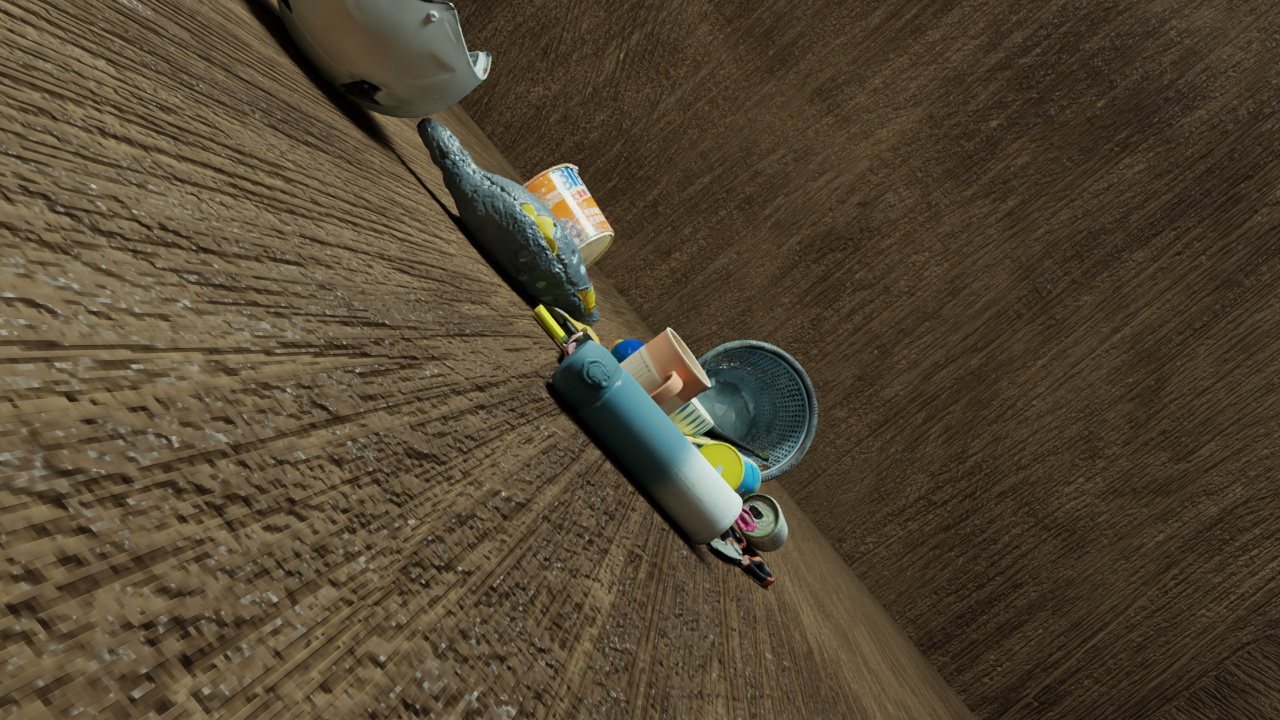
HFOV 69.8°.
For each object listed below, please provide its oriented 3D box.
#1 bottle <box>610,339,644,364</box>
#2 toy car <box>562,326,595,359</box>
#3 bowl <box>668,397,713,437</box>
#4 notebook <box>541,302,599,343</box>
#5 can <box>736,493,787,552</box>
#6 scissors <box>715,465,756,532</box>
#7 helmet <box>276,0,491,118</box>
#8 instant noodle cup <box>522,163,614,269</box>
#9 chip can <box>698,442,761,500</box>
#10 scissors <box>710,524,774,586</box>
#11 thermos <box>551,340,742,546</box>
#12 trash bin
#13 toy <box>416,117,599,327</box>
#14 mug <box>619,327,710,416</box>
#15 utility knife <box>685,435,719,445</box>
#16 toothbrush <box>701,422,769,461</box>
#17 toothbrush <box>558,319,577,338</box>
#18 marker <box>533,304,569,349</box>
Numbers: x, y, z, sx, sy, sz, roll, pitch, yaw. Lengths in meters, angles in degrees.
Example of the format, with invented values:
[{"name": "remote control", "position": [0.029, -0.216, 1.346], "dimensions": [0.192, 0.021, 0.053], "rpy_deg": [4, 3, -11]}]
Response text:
[{"name": "bottle", "position": [-0.008, 0.007, 1.283], "dimensions": [0.065, 0.065, 0.218], "rpy_deg": [48, 1, -19]}, {"name": "toy car", "position": [-0.061, -0.003, 1.027], "dimensions": [0.056, 0.037, 0.122], "rpy_deg": [52, 7, -7]}, {"name": "bowl", "position": [0.045, 0.068, 1.325], "dimensions": [0.116, 0.066, 0.116], "rpy_deg": [48, 5, -6]}, {"name": "notebook", "position": [-0.103, -0.062, 1.309], "dimensions": [0.146, 0.010, 0.206], "rpy_deg": [49, 4, -13]}, {"name": "can", "position": [0.158, 0.212, 1.189], "dimensions": [0.058, 0.058, 0.147], "rpy_deg": [52, -2, 22]}, {"name": "scissors", "position": [0.091, 0.157, 1.092], "dimensions": [0.135, 0.017, 0.133], "rpy_deg": [39, 22, 0]}, {"name": "helmet", "position": [-0.300, -0.364, 1.007], "dimensions": [0.258, 0.146, 0.229], "rpy_deg": [40, 4, -5]}, {"name": "instant noodle cup", "position": [-0.115, -0.180, 1.268], "dimensions": [0.111, 0.151, 0.151], "rpy_deg": [52, 5, 7]}, {"name": "chip can", "position": [0.127, 0.162, 1.313], "dimensions": [0.071, 0.071, 0.210], "rpy_deg": [51, 4, 17]}, {"name": "scissors", "position": [0.100, 0.207, 1.039], "dimensions": [0.206, 0.015, 0.193], "rpy_deg": [48, 6, -25]}, {"name": "thermos", "position": [0.005, 0.076, 0.856], "dimensions": [0.220, 0.070, 0.070], "rpy_deg": [49, 5, -15]}, {"name": "trash bin", "position": [0.157, 0.087, 1.532], "dimensions": [0.226, 0.226, 0.195], "rpy_deg": [50, -8, -2]}, {"name": "toy", "position": [-0.142, -0.147, 1.116], "dimensions": [0.356, 0.091, 0.138], "rpy_deg": [49, -5, -32]}, {"name": "mug", "position": [0.014, 0.031, 1.022], "dimensions": [0.081, 0.106, 0.114], "rpy_deg": [52, 9, -13]}, {"name": "utility knife", "position": [0.070, 0.112, 1.276], "dimensions": [0.031, 0.018, 0.162], "rpy_deg": [9, 1, 41]}, {"name": "toothbrush", "position": [0.102, 0.102, 1.367], "dimensions": [0.213, 0.026, 0.027], "rpy_deg": [26, 4, 34]}, {"name": "toothbrush", "position": [-0.042, 0.024, 1.174], "dimensions": [0.186, 0.017, 0.012], "rpy_deg": [51, 2, -5]}, {"name": "marker", "position": [-0.083, -0.012, 1.067], "dimensions": [0.124, 0.015, 0.018], "rpy_deg": [52, 10, -8]}]
